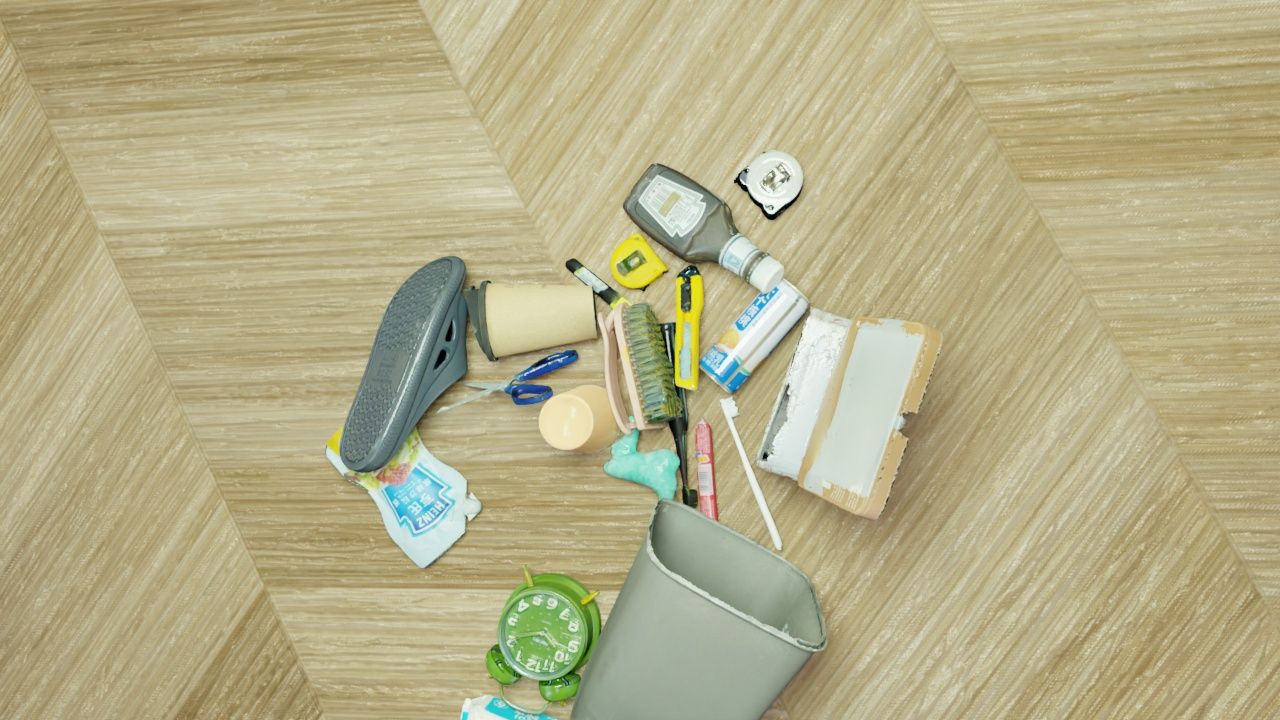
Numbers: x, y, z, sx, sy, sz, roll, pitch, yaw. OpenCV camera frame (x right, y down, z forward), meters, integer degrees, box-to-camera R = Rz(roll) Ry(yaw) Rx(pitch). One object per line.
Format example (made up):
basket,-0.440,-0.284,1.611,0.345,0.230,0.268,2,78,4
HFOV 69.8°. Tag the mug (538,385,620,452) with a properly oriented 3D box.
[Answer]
mug,-0.069,0.065,1.006,0.078,0.122,0.078,0,87,9

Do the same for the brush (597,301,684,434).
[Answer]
brush,-0.006,0.006,1.014,0.073,0.063,0.145,-18,82,23

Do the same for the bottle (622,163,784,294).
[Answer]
bottle,0.072,-0.141,1.010,0.195,0.044,0.080,38,95,22

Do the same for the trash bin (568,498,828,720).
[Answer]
trash bin,0.050,0.297,0.943,0.198,0.198,0.220,28,102,0

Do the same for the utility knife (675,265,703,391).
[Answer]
utility knife,0.054,-0.038,1.021,0.033,0.015,0.154,-8,66,23

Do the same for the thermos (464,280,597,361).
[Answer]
thermos,-0.122,-0.049,1.039,0.143,0.093,0.093,-6,87,1

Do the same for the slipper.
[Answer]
slipper,-0.258,0.009,1.059,0.111,0.083,0.267,8,73,44

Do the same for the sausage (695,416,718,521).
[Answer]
sausage,0.075,0.141,1.035,0.020,0.020,0.156,-4,88,8

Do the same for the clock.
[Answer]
clock,-0.111,0.320,1.038,0.116,0.056,0.161,17,91,10

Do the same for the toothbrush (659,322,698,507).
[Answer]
toothbrush,0.043,0.063,1.040,0.027,0.026,0.212,-6,88,-36

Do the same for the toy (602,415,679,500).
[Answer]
toy,0.002,0.113,1.036,0.092,0.030,0.096,10,92,21

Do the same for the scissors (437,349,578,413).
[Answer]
scissors,-0.143,0.027,1.030,0.175,0.162,0.012,-26,111,-19

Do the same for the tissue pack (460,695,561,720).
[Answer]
tissue pack,-0.145,0.444,1.035,0.140,0.063,0.090,16,90,8

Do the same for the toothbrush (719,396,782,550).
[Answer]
toothbrush,0.127,0.126,1.030,0.016,0.016,0.180,-20,85,1

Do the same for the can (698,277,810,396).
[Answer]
can,0.126,-0.028,1.015,0.053,0.053,0.134,42,94,8

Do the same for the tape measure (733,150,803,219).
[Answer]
tape measure,0.149,-0.201,1.028,0.066,0.033,0.066,-42,85,5

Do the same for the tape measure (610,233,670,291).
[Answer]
tape measure,-0.006,-0.110,1.050,0.057,0.029,0.060,-38,83,6

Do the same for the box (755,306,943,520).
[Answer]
box,0.192,0.043,0.903,0.106,0.272,0.178,19,90,-5

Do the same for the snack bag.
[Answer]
snack bag,-0.277,0.140,1.079,0.110,0.039,0.191,-41,84,-6

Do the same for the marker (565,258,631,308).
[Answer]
marker,-0.039,-0.078,1.062,0.124,0.015,0.018,40,99,11
